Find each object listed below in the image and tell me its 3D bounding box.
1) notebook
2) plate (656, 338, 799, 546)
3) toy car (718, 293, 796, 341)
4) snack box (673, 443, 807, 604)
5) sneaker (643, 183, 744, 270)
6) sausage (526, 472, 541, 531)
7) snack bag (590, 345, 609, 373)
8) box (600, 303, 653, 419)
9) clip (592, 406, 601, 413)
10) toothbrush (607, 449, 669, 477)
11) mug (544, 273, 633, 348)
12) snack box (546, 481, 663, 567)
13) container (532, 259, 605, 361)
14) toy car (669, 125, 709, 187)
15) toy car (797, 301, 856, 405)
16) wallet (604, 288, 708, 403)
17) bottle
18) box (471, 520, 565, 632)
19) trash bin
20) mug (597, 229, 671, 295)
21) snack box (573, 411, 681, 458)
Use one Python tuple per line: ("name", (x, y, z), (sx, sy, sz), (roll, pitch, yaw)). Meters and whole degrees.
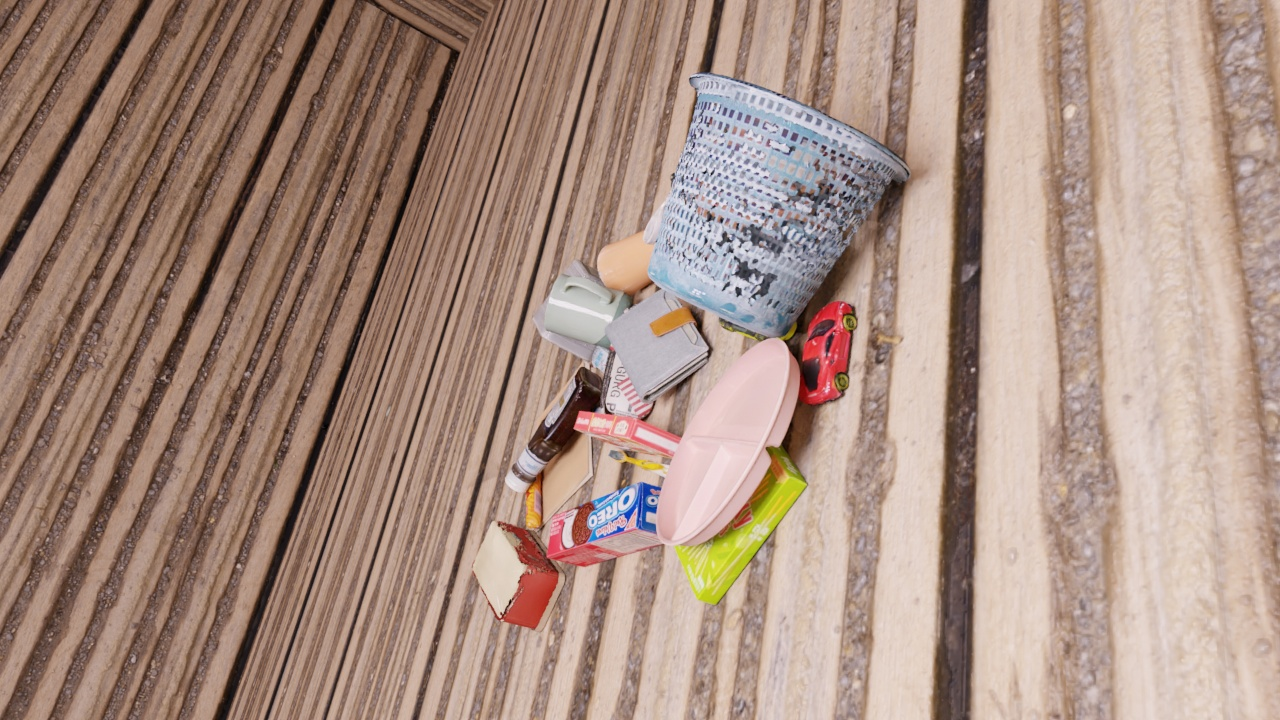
("notebook", (-0.114, 0.122, 1.325), (0.150, 0.012, 0.211), (-48, 31, 34))
("plate", (0.086, 0.082, 0.901), (0.230, 0.028, 0.229), (-57, 11, 17))
("toy car", (0.126, -0.045, 0.978), (0.105, 0.032, 0.048), (24, 84, 54))
("snack box", (0.093, 0.151, 0.887), (0.157, 0.026, 0.085), (-56, 28, 18))
("sneaker", (0.071, -0.191, 1.152), (0.119, 0.087, 0.240), (-31, 43, 50))
("sausage", (-0.153, 0.179, 1.318), (0.022, 0.021, 0.165), (-49, 30, 31))
("snack bag", (-0.049, 0.000, 1.286), (0.045, 0.026, 0.105), (-69, 24, 6))
("box", (-0.008, 0.007, 1.189), (0.087, 0.076, 0.162), (95, -174, -70))
("clip", (-0.047, 0.073, 1.234), (0.058, 0.035, 0.025), (-16, 52, 63))
("toothbrush", (0.007, 0.123, 1.084), (0.192, 0.018, 0.016), (5, 75, 63))
("mug", (-0.068, -0.073, 1.248), (0.112, 0.106, 0.082), (95, -166, -59))
("snack box", (-0.033, 0.192, 1.057), (0.208, 0.058, 0.057), (-29, 46, 51))
("container", (-0.088, -0.077, 1.359), (0.114, 0.090, 0.090), (-56, 27, 12))
("toy car", (0.076, -0.282, 1.284), (0.049, 0.031, 0.105), (25, 92, 64))
("toy car", (0.174, -0.009, 0.867), (0.049, 0.031, 0.106), (-21, 49, 55))
("wallet", (0.020, -0.025, 1.111), (0.107, 0.037, 0.129), (-36, 47, 9))
("bottle", (-0.121, 0.101, 1.272), (0.195, 0.044, 0.079), (-53, 16, 13))
("box", (-0.172, 0.279, 1.222), (0.091, 0.078, 0.168), (-65, 26, 2))
("trash bin", (0.111, -0.137, 0.881), (0.195, 0.226, 0.226), (-65, 25, 9))
("mug", (0.008, -0.142, 1.253), (0.123, 0.078, 0.078), (-20, 50, 49))
("snack box", (-0.015, 0.088, 1.090), (0.153, 0.075, 0.025), (0, 68, 62))
